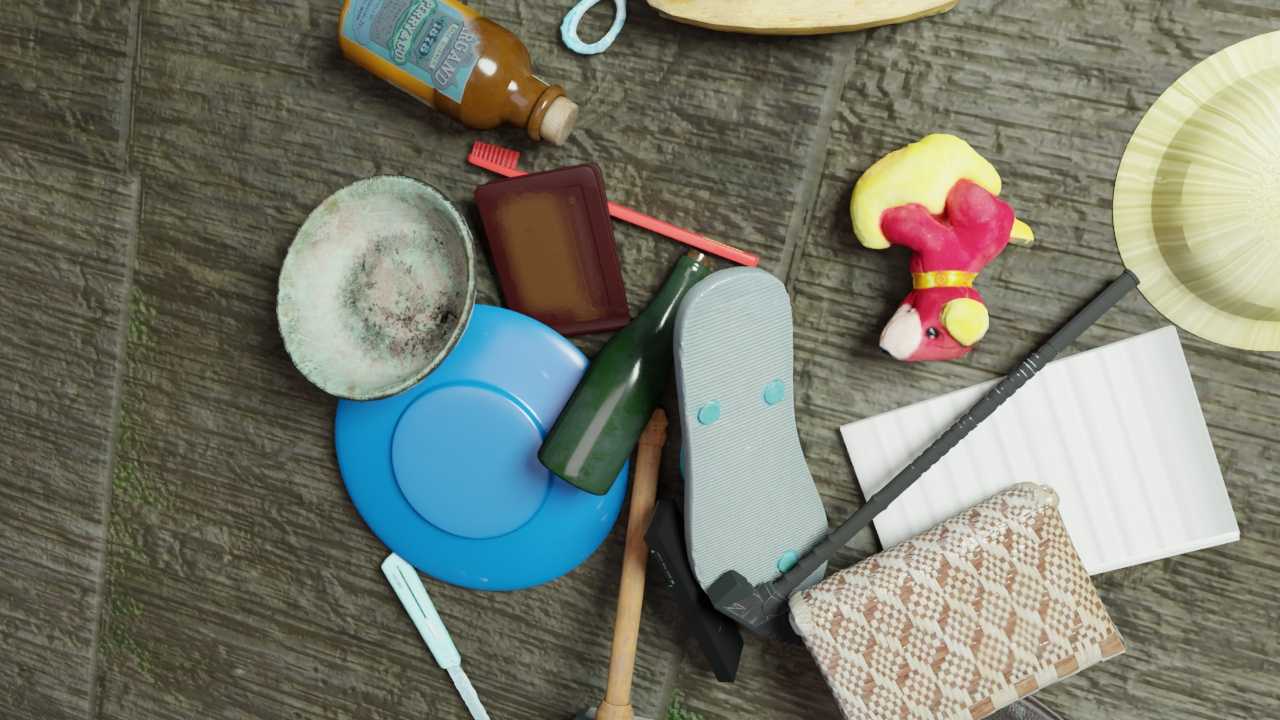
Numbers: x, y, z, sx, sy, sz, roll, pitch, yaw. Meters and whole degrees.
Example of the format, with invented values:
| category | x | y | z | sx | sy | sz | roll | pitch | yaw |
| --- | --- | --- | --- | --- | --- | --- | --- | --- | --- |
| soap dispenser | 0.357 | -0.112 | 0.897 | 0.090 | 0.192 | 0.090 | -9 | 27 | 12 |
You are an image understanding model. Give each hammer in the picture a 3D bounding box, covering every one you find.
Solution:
| category | x | y | z | sx | sy | sz | roll | pitch | yaw |
| --- | --- | --- | --- | --- | --- | --- | --- | --- | --- |
| hammer | -0.010 | 0.189 | 0.632 | 0.083 | 0.162 | 0.317 | 7 | 87 | 12 |
| hammer | 0.187 | 0.065 | 0.584 | 0.325 | 0.015 | 0.095 | -45 | 125 | 11 |

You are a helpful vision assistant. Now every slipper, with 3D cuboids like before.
| category | x | y | z | sx | sy | sz | roll | pitch | yaw |
| --- | --- | --- | --- | --- | --- | --- | --- | --- | --- |
| slipper | 0.059 | 0.062 | 0.589 | 0.098 | 0.055 | 0.269 | -23 | 122 | -15 |

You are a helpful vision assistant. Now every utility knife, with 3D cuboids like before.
| category | x | y | z | sx | sy | sz | roll | pitch | yaw |
| --- | --- | --- | --- | --- | --- | --- | --- | --- | --- |
| utility knife | -0.158 | 0.223 | 0.725 | 0.022 | 0.015 | 0.166 | -29 | 96 | -15 |

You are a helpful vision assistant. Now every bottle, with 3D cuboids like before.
| category | x | y | z | sx | sy | sz | roll | pitch | yaw |
| --- | --- | --- | --- | --- | --- | --- | --- | --- | --- |
| bottle | -0.004 | 0.004 | 0.614 | 0.055 | 0.055 | 0.174 | 30 | 92 | 5 |
| bottle | -0.112 | -0.190 | 0.595 | 0.157 | 0.067 | 0.068 | 31 | 107 | 5 |

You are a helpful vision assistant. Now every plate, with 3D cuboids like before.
| category | x | y | z | sx | sy | sz | roll | pitch | yaw |
| --- | --- | --- | --- | --- | --- | --- | --- | --- | --- |
| plate | 0.373 | -0.093 | 0.517 | 0.184 | 0.036 | 0.184 | 3 | 103 | 13 |
| plate | -0.121 | 0.071 | 0.666 | 0.224 | 0.024 | 0.224 | 3 | 106 | 9 |

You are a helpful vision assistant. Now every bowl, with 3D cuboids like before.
| category | x | y | z | sx | sy | sz | roll | pitch | yaw |
| --- | --- | --- | --- | --- | --- | --- | --- | --- | --- |
| bowl | -0.176 | -0.048 | 0.637 | 0.158 | 0.038 | 0.157 | -3 | 80 | 18 |

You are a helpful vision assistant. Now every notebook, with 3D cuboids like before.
| category | x | y | z | sx | sy | sz | roll | pitch | yaw |
| --- | --- | --- | --- | --- | --- | --- | --- | --- | --- |
| notebook | 0.255 | 0.078 | 0.597 | 0.210 | 0.009 | 0.142 | -19 | 96 | 17 |

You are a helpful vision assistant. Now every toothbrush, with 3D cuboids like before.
| category | x | y | z | sx | sy | sz | roll | pitch | yaw |
| --- | --- | --- | --- | --- | --- | --- | --- | --- | --- |
| toothbrush | -0.019 | -0.108 | 0.620 | 0.212 | 0.012 | 0.018 | 22 | 106 | 8 |

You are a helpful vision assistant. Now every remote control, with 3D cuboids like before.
| category | x | y | z | sx | sy | sz | roll | pitch | yaw |
| --- | --- | --- | --- | --- | --- | --- | --- | --- | --- |
| remote control | 0.038 | 0.159 | 0.624 | 0.013 | 0.034 | 0.150 | -8 | 123 | 27 |

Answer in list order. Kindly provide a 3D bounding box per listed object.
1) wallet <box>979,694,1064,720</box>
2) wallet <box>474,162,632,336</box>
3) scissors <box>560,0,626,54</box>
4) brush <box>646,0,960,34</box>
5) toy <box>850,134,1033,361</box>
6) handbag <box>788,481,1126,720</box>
| category | x | y | z | sx | sy | sz | roll | pitch | yaw |
| --- | --- | --- | --- | --- | --- | --- | --- | --- | --- |
| wallet | 0.225 | 0.258 | 0.634 | 0.120 | 0.031 | 0.099 | 36 | 110 | 2 |
| wallet | -0.060 | -0.070 | 0.628 | 0.092 | 0.018 | 0.116 | -6 | 109 | 17 |
| scissors | -0.011 | -0.265 | 0.584 | 0.134 | 0.011 | 0.139 | -36 | 93 | 18 |
| brush | 0.097 | -0.225 | 0.548 | 0.195 | 0.043 | 0.059 | 1 | 102 | 10 |
| toy | 0.185 | -0.069 | 0.560 | 0.106 | 0.067 | 0.137 | -5 | 88 | 12 |
| handbag | 0.200 | 0.167 | 0.588 | 0.186 | 0.047 | 0.124 | -27 | 94 | 2 |
